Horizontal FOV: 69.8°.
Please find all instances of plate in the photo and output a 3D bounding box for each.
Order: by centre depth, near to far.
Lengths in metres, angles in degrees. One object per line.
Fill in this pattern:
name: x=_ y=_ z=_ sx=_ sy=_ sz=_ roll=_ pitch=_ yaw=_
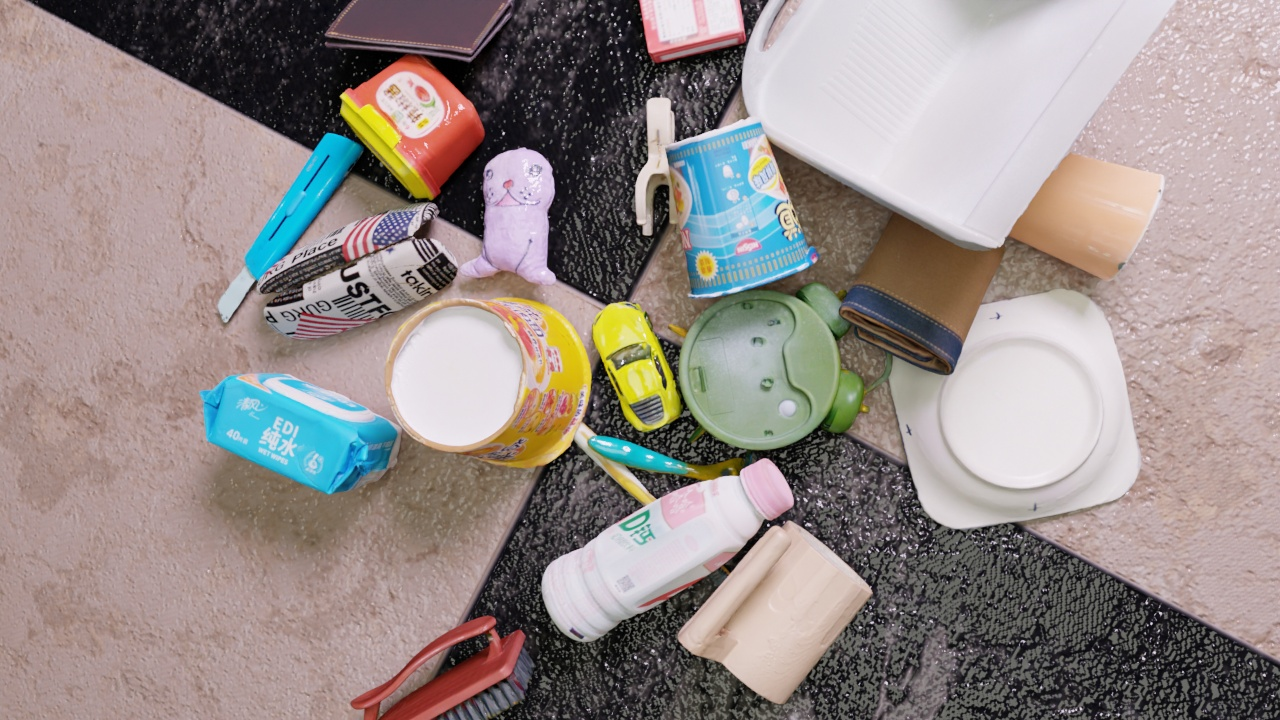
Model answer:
plate: x=0.273 y=0.037 z=0.668 sx=0.164 sy=0.034 sz=0.163 roll=-14 pitch=88 yaw=8

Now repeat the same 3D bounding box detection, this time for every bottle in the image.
bottle: x=0.020 y=0.137 z=0.675 sx=0.197 sy=0.068 sz=0.068 roll=-33 pitch=85 yaw=19

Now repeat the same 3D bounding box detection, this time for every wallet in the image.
wallet: x=0.203 y=-0.056 z=0.659 sx=0.090 sy=0.033 sz=0.115 roll=29 pitch=69 yaw=5
wallet: x=-0.172 y=-0.266 z=0.720 sx=0.122 sy=0.020 sz=0.096 roll=10 pitch=48 yaw=10

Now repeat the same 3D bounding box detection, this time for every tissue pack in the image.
tissue pack: x=-0.265 y=0.054 z=0.727 sx=0.140 sy=0.090 sz=0.063 roll=23 pitch=93 yaw=8

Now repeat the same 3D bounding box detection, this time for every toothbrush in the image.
toothbrush: x=0.006 y=0.112 z=0.719 sx=0.191 sy=0.018 sz=0.016 roll=45 pitch=95 yaw=7

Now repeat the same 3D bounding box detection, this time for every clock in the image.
clock: x=0.105 y=0.004 z=0.684 sx=0.161 sy=0.056 sz=0.116 roll=-10 pitch=89 yaw=9

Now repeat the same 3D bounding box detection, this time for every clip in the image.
clip: x=0.014 y=-0.146 z=0.693 sx=0.035 sy=0.082 sz=0.105 roll=1 pitch=101 yaw=9

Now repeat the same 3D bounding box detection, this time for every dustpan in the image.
dustpan: x=0.180 y=-0.214 z=0.605 sx=0.142 sy=0.257 sz=0.223 roll=33 pitch=95 yaw=-16

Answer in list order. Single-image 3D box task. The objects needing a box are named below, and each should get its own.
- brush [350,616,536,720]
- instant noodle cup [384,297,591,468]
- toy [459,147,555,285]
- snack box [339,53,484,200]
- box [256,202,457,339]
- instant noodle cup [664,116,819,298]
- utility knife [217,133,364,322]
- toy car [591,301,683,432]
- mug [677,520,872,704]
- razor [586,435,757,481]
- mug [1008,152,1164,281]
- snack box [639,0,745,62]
brush: x=-0.159 y=0.260 z=0.724 sx=0.146 sy=0.063 sz=0.069 roll=-32 pitch=97 yaw=10
instant noodle cup: x=-0.117 y=0.013 z=0.688 sx=0.138 sy=0.109 sz=0.138 roll=-1 pitch=86 yaw=12
toy: x=-0.101 y=-0.114 z=0.727 sx=0.084 sy=0.039 sz=0.108 roll=5 pitch=92 yaw=18
snack box: x=-0.176 y=-0.186 z=0.722 sx=0.080 sy=0.082 sz=0.091 roll=-43 pitch=84 yaw=-7
box: x=-0.233 y=-0.082 z=0.743 sx=0.163 sy=0.076 sz=0.087 roll=-20 pitch=65 yaw=12
instant noodle cup: x=0.066 y=-0.111 z=0.658 sx=0.099 sy=0.099 sz=0.110 roll=-16 pitch=100 yaw=9
utility knife: x=-0.299 y=-0.111 z=0.770 sx=0.034 sy=0.018 sz=0.191 roll=39 pitch=97 yaw=7
toy car: x=-0.004 y=0.004 z=0.714 sx=0.048 sy=0.032 sz=0.105 roll=-23 pitch=85 yaw=9
mug: x=0.094 y=0.174 z=0.656 sx=0.103 sy=0.124 sz=0.084 roll=-51 pitch=45 yaw=4
razor: x=0.023 y=0.078 z=0.711 sx=0.132 sy=0.028 sz=0.043 roll=12 pitch=68 yaw=6
mug: x=0.288 y=-0.115 z=0.647 sx=0.123 sy=0.078 sz=0.078 roll=24 pitch=94 yaw=14
snack box: x=0.032 y=-0.315 z=0.711 sx=0.075 sy=0.025 sz=0.153 roll=-10 pitch=88 yaw=10
